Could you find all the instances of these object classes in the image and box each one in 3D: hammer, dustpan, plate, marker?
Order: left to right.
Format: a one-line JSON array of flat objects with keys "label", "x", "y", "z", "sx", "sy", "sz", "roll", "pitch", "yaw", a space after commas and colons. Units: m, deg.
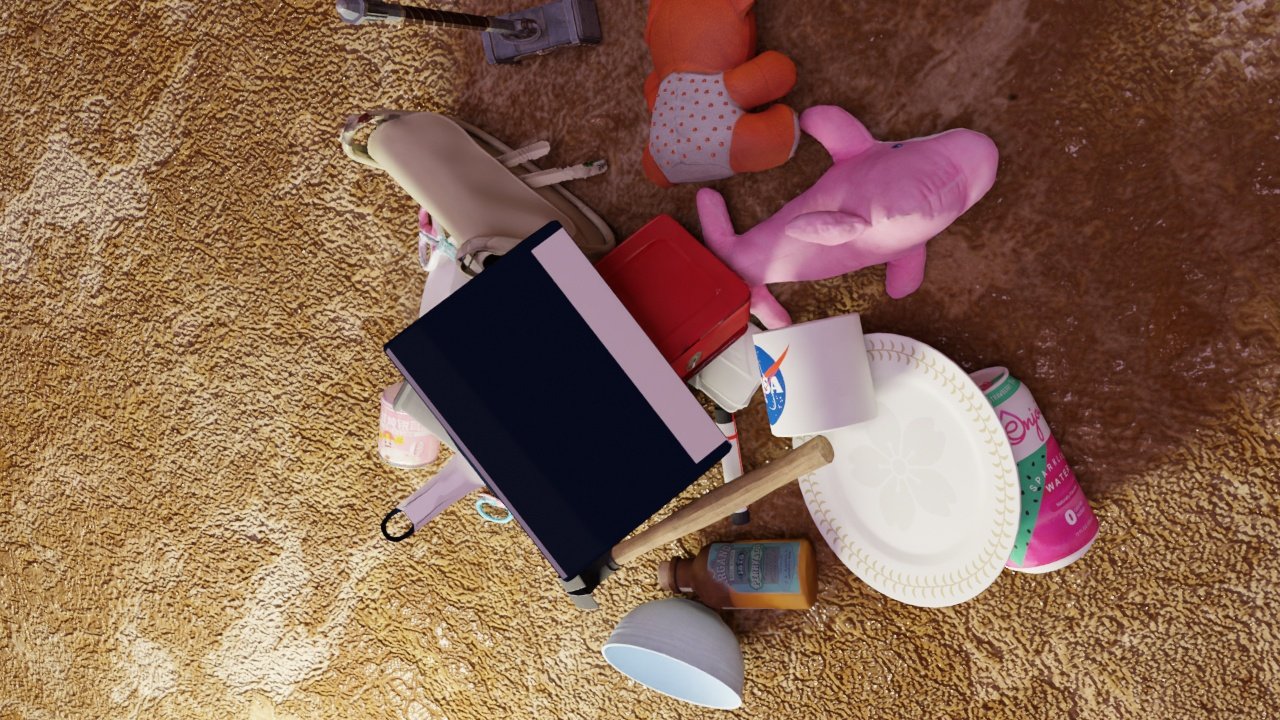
[{"label": "hammer", "x": -0.136, "y": -0.266, "z": 0.720, "sx": 0.099, "sy": 0.321, "sz": 0.044, "roll": -6, "pitch": 104, "yaw": 21}, {"label": "dustpan", "x": -0.107, "y": 0.063, "z": 0.758, "sx": 0.273, "sy": 0.080, "sz": 0.236, "roll": -38, "pitch": 91, "yaw": -6}, {"label": "hammer", "x": 0.049, "y": 0.153, "z": 0.888, "sx": 0.306, "sy": 0.132, "sz": 0.040, "roll": -32, "pitch": 92, "yaw": 24}, {"label": "marker", "x": 0.090, "y": 0.094, "z": 0.914, "sx": 0.019, "sy": 0.019, "sz": 0.146, "roll": -5, "pitch": 104, "yaw": 21}, {"label": "plate", "x": 0.226, "y": 0.095, "z": 0.803, "sx": 0.243, "sy": 0.016, "sz": 0.243, "roll": 23, "pitch": 118, "yaw": 50}]

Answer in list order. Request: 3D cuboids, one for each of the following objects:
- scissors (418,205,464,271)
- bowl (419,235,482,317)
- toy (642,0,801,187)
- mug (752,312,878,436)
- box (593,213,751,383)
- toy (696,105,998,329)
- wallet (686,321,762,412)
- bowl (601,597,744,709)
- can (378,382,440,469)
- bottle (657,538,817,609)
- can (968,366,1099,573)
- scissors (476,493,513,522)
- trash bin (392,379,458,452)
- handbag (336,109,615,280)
[{"label": "scissors", "x": -0.194, "y": -0.112, "z": 0.895, "sx": 0.174, "sy": 0.017, "sz": 0.077, "roll": 35, "pitch": 121, "yaw": 58}, {"label": "bowl", "x": -0.180, "y": -0.070, "z": 0.925, "sx": 0.054, "sy": 0.104, "sz": 0.105, "roll": 17, "pitch": 117, "yaw": -25}, {"label": "toy", "x": 0.057, "y": -0.239, "z": 0.780, "sx": 0.164, "sy": 0.092, "sz": 0.172, "roll": 2, "pitch": 97, "yaw": 47}, {"label": "mug", "x": 0.150, "y": 0.011, "z": 0.803, "sx": 0.091, "sy": 0.121, "sz": 0.090, "roll": -12, "pitch": 91, "yaw": 1}, {"label": "box", "x": 0.004, "y": -0.036, "z": 0.828, "sx": 0.158, "sy": 0.087, "sz": 0.129, "roll": -39, "pitch": 66, "yaw": -11}, {"label": "toy", "x": 0.162, "y": -0.114, "z": 0.766, "sx": 0.266, "sy": 0.127, "sz": 0.186, "roll": -22, "pitch": 103, "yaw": 35}, {"label": "wallet", "x": 0.068, "y": -0.012, "z": 0.875, "sx": 0.116, "sy": 0.032, "sz": 0.086, "roll": 34, "pitch": 109, "yaw": 19}, {"label": "bowl", "x": 0.043, "y": 0.293, "z": 0.948, "sx": 0.150, "sy": 0.074, "sz": 0.151, "roll": 18, "pitch": 149, "yaw": 11}, {"label": "can", "x": -0.252, "y": 0.070, "z": 1.006, "sx": 0.067, "sy": 0.067, "sz": 0.076, "roll": 16, "pitch": 111, "yaw": 15}, {"label": "bottle", "x": 0.094, "y": 0.215, "z": 0.923, "sx": 0.157, "sy": 0.067, "sz": 0.068, "roll": -6, "pitch": 104, "yaw": 22}, {"label": "can", "x": 0.319, "y": 0.095, "z": 0.792, "sx": 0.088, "sy": 0.088, "sz": 0.166, "roll": -27, "pitch": 95, "yaw": 25}, {"label": "scissors", "x": -0.122, "y": 0.143, "z": 1.014, "sx": 0.136, "sy": 0.015, "sz": 0.126, "roll": 3, "pitch": 108, "yaw": 13}, {"label": "trash bin", "x": -0.087, "y": 0.049, "z": 0.873, "sx": 0.220, "sy": 0.191, "sz": 0.098, "roll": 37, "pitch": 115, "yaw": 5}, {"label": "handbag", "x": -0.136, "y": -0.159, "z": 0.842, "sx": 0.229, "sy": 0.183, "sz": 0.132, "roll": 43, "pitch": 113, "yaw": 22}]
